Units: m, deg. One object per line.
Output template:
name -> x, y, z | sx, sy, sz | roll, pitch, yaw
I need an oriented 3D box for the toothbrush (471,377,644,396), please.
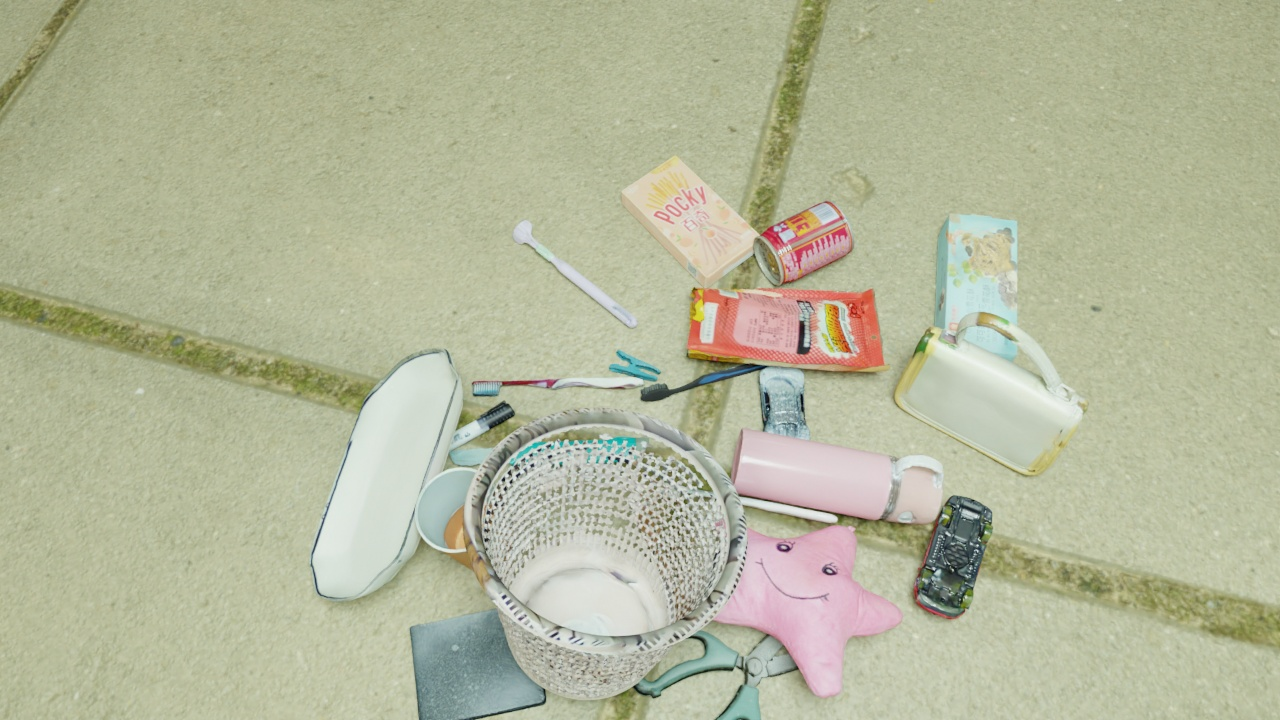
toothbrush -> -0.089, 0.028, 0.987 | 0.187, 0.016, 0.017 | -1, 72, 2

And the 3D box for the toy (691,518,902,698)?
toy -> 0.143, 0.205, 0.858 | 0.195, 0.075, 0.178 | 30, 47, 28

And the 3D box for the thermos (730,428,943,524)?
thermos -> 0.191, 0.109, 0.891 | 0.198, 0.087, 0.067 | 11, 49, 4

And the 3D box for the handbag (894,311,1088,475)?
handbag -> 0.344, 0.018, 0.881 | 0.163, 0.179, 0.063 | 29, 64, 17

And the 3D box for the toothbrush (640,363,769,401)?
toothbrush -> 0.090, 0.014, 0.987 | 0.189, 0.014, 0.016 | -15, 39, -5

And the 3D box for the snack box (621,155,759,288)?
snack box -> 0.058, -0.163, 1.065 | 0.084, 0.026, 0.157 | -37, 68, -14

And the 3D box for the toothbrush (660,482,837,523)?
toothbrush -> 0.104, 0.144, 0.912 | 0.180, 0.016, 0.016 | 8, 74, 15

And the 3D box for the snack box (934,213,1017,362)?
snack box -> 0.362, -0.074, 0.993 | 0.074, 0.052, 0.174 | 8, 65, 6

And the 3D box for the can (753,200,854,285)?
can -> 0.180, -0.130, 1.020 | 0.093, 0.067, 0.066 | -27, 66, -10

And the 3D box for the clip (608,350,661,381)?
clip -> -0.005, 0.008, 0.993 | 0.057, 0.015, 0.048 | 18, 64, 12

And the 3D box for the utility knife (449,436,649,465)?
utility knife -> -0.095, 0.096, 0.956 | 0.209, 0.013, 0.029 | -2, 66, -1

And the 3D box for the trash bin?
trash bin -> -0.038, 0.186, 0.793 | 0.227, 0.193, 0.227 | 5, 47, -6

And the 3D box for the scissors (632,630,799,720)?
scissors -> 0.069, 0.289, 0.853 | 0.169, 0.019, 0.177 | 38, 73, 19

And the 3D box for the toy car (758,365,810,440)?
toy car -> 0.150, 0.048, 0.957 | 0.049, 0.031, 0.105 | -2, 63, 1

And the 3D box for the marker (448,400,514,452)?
marker -> -0.193, 0.080, 0.966 | 0.130, 0.018, 0.022 | -28, 74, -11

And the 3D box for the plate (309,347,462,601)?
plate -> -0.244, 0.112, 0.911 | 0.162, 0.034, 0.265 | -12, 55, 39

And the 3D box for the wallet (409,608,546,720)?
wallet -> -0.154, 0.287, 0.866 | 0.121, 0.019, 0.097 | -11, 64, -4

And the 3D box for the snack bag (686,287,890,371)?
snack bag -> 0.154, -0.037, 0.979 | 0.208, 0.073, 0.128 | 4, 43, 1

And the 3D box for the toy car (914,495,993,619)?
toy car -> 0.298, 0.188, 0.874 | 0.053, 0.045, 0.120 | 22, 62, 15

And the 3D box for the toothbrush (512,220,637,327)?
toothbrush -> -0.074, -0.096, 1.045 | 0.189, 0.021, 0.029 | 40, 110, 17

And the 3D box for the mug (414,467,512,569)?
mug -> -0.159, 0.158, 0.869 | 0.078, 0.123, 0.078 | -1, 64, 3
